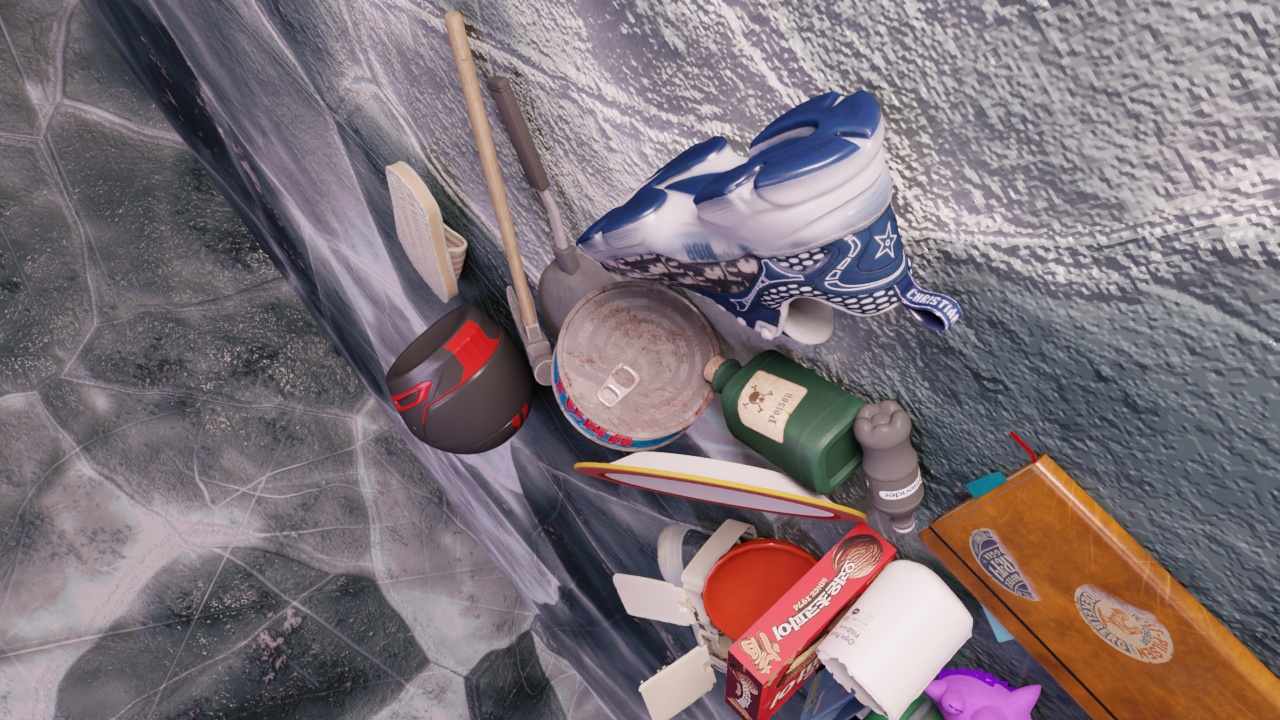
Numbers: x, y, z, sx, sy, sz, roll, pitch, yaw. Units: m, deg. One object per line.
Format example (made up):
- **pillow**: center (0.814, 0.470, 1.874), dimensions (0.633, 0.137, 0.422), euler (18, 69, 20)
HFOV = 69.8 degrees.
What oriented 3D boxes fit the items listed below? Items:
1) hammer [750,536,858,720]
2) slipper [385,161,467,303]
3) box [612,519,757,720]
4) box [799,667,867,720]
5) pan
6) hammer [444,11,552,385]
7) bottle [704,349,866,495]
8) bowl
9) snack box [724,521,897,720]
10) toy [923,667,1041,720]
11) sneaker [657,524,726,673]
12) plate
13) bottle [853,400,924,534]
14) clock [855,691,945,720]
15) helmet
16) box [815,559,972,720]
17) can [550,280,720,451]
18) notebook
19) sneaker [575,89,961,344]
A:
- **hammer**: center (0.182, 0.305, 0.961), dimensions (0.123, 0.036, 0.321), euler (16, 141, 53)
- **slipper**: center (-0.250, -0.155, 1.092), dimensions (0.115, 0.052, 0.263), euler (50, 163, 11)
- **box**: center (0.054, 0.254, 0.936), dimensions (0.095, 0.185, 0.145), euler (34, 146, 54)
- **box**: center (0.191, 0.294, 0.842), dimensions (0.049, 0.066, 0.210), euler (40, 149, 16)
- **pan**: center (-0.067, -0.088, 0.835), dimensions (0.179, 0.041, 0.358), euler (29, 149, 46)
- **hammer**: center (-0.129, -0.140, 0.826), dimensions (0.119, 0.030, 0.332), euler (-123, 17, -57)
- **bottle**: center (0.098, 0.034, 0.663), dimensions (0.131, 0.061, 0.061), euler (34, 154, 39)
- **bowl**: center (0.120, 0.213, 0.866), dimensions (0.122, 0.122, 0.035), euler (60, -162, -19)
- **snack box**: center (0.136, 0.220, 0.752), dimensions (0.036, 0.151, 0.133), euler (41, 156, 28)
- **toy**: center (0.262, 0.263, 0.697), dimensions (0.106, 0.055, 0.088), euler (24, 168, -31)
- **sneaker**: center (0.097, 0.271, 1.046), dimensions (0.079, 0.087, 0.235), euler (-7, 127, 27)
- **plate**: center (0.063, 0.097, 0.723), dimensions (0.230, 0.021, 0.230), euler (10, 169, 2)
- **bottle**: center (0.169, 0.076, 0.617), dimensions (0.036, 0.036, 0.110), euler (27, 148, 48)
- **clock**: center (0.269, 0.382, 0.839), dimensions (0.161, 0.075, 0.122), euler (55, 158, -4)
- **helmet**: center (-0.227, 0.038, 1.192), dimensions (0.170, 0.163, 0.265), euler (47, 151, -20)
- **box**: center (0.182, 0.240, 0.684), dimensions (0.112, 0.162, 0.084), euler (51, 167, -13)
- **can**: center (-0.004, 0.004, 0.730), dimensions (0.130, 0.129, 0.044), euler (49, 159, 8)
- **notebook**: center (0.282, 0.168, 0.565), dimensions (0.249, 0.014, 0.179), euler (47, 158, 13)
- **sneaker**: center (0.063, -0.061, 0.553), dimensions (0.132, 0.103, 0.270), euler (53, 156, -19)
